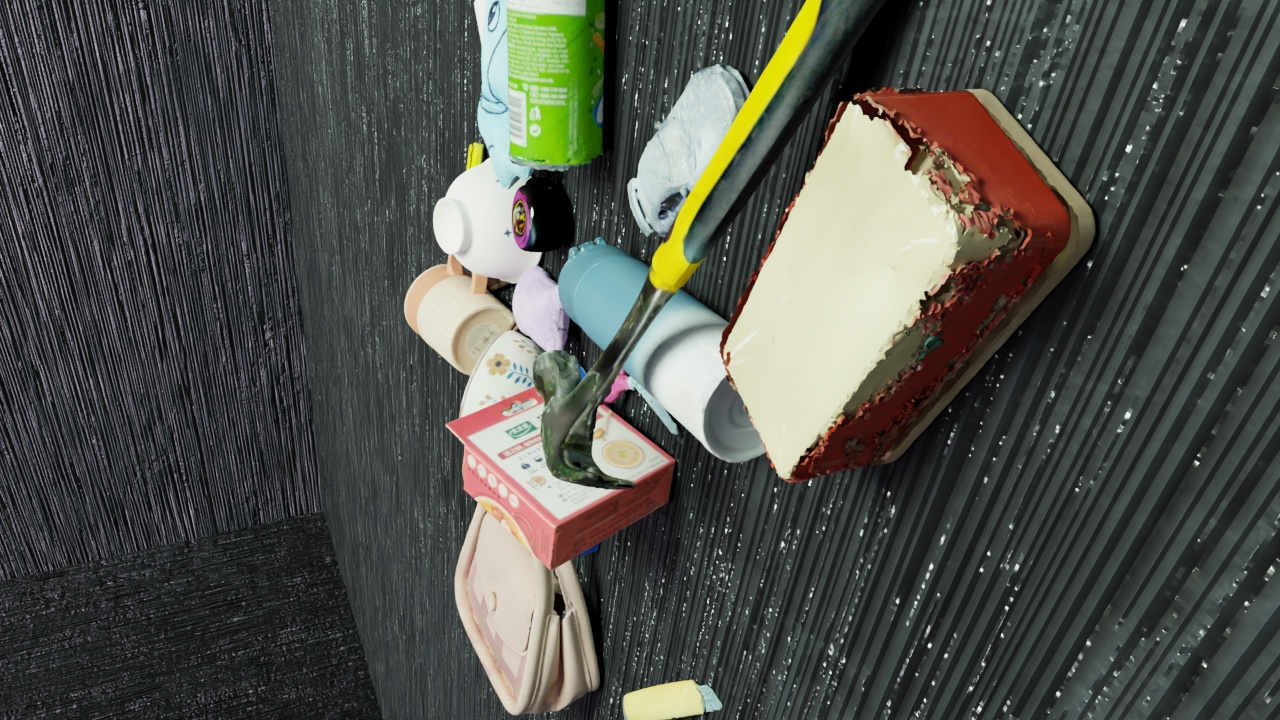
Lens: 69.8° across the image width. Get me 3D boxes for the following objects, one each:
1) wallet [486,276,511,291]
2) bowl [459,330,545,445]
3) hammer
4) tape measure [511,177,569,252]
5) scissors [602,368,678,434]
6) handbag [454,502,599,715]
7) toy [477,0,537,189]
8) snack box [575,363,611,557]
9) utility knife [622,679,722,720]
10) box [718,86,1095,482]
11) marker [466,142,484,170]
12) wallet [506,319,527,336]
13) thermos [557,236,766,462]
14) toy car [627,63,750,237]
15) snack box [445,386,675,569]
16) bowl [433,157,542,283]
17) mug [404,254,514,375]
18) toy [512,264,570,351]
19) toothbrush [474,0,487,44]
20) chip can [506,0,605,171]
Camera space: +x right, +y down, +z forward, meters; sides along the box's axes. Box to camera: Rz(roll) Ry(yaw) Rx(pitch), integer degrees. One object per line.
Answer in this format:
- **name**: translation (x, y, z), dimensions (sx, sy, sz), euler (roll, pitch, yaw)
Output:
- **wallet**: translation (-0.149, -0.121, 0.924), dimensions (0.122, 0.020, 0.096), euler (178, 83, -67)
- **bowl**: translation (-0.108, 0.035, 0.822), dimensions (0.062, 0.113, 0.114), euler (18, 127, 12)
- **hammer**: translation (0.025, -0.056, 0.457), dimensions (0.324, 0.032, 0.126), euler (-56, 33, 34)
- **tape measure**: translation (-0.082, -0.118, 0.758), dimensions (0.057, 0.039, 0.057), euler (136, 126, -58)
- **scissors**: translation (-0.003, 0.004, 0.671), dimensions (0.137, 0.017, 0.096), euler (13, 104, 59)
- **handbag**: translation (-0.112, 0.198, 0.876), dimensions (0.193, 0.093, 0.235), euler (46, 140, 48)
- **toy**: translation (-0.100, -0.229, 0.734), dimensions (0.157, 0.049, 0.161), euler (-46, 55, 51)
- **snack box**: translation (-0.056, 0.087, 0.795), dimensions (0.084, 0.026, 0.157), euler (53, 144, 42)
- **utility knife**: translation (0.019, 0.270, 0.719), dimensions (0.031, 0.019, 0.173), euler (68, 154, 14)
- **box**: translation (0.091, -0.022, 0.382), dimensions (0.169, 0.079, 0.091), euler (112, 141, -50)
- **marker**: translation (-0.169, -0.159, 0.908), dimensions (0.018, 0.015, 0.124), euler (150, 127, -64)
- **wallet**: translation (-0.136, 0.023, 0.880), dimensions (0.101, 0.020, 0.115), euler (-62, -12, -54)
- **thermos**: translation (0.012, -0.015, 0.572), dimensions (0.220, 0.070, 0.070), euler (41, 135, 54)
- **toy car**: translation (0.027, -0.118, 0.534), dimensions (0.121, 0.036, 0.054), euler (-47, 57, 56)
- **snack box**: translation (-0.059, 0.075, 0.661), dimensions (0.127, 0.113, 0.044), euler (36, 133, 34)
- **bowl**: translation (-0.147, -0.125, 0.828), dimensions (0.118, 0.064, 0.118), euler (16, 112, 45)
- **mug**: translation (-0.178, -0.055, 0.930), dimensions (0.106, 0.081, 0.115), euler (37, 121, 45)
- **toy**: translation (-0.085, -0.048, 0.793), dimensions (0.108, 0.039, 0.084), euler (37, 117, 61)
- **toothbrush**: translation (-0.128, -0.288, 0.806), dimensions (0.026, 0.026, 0.221), euler (142, 118, -86)
- **chip can**: translation (-0.057, -0.252, 0.614), dimensions (0.072, 0.072, 0.236), euler (42, 136, 53)
